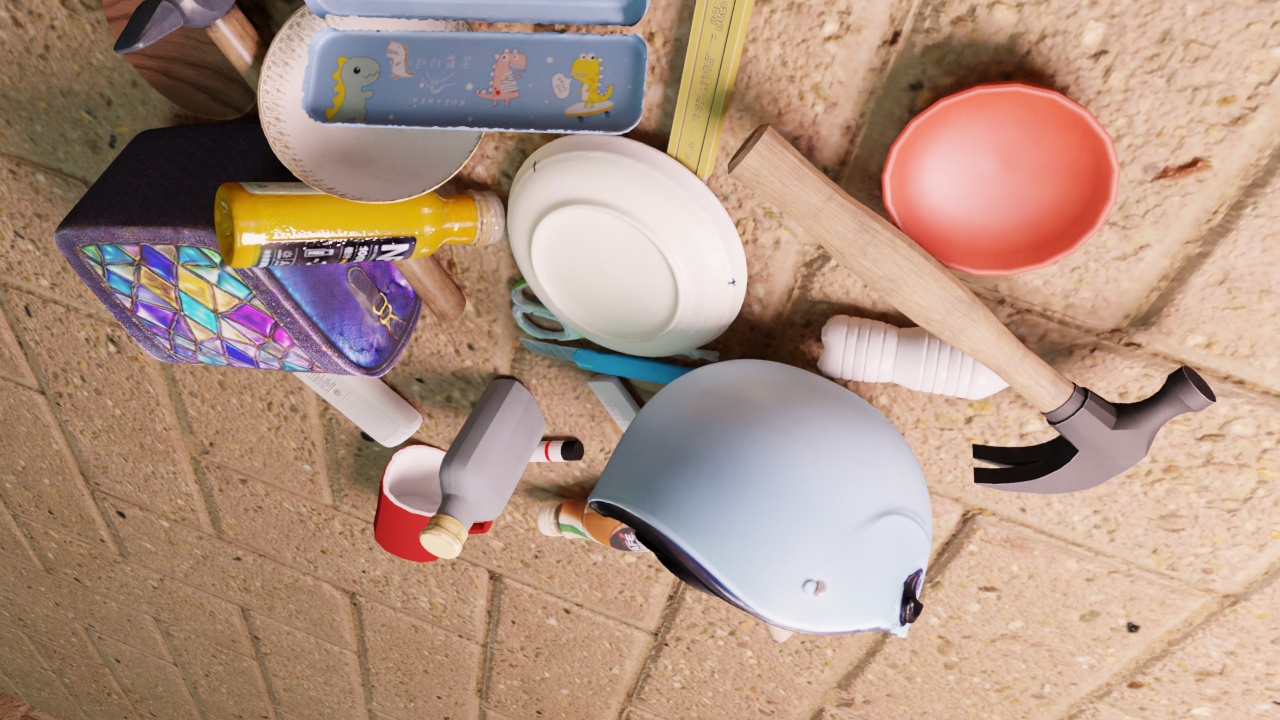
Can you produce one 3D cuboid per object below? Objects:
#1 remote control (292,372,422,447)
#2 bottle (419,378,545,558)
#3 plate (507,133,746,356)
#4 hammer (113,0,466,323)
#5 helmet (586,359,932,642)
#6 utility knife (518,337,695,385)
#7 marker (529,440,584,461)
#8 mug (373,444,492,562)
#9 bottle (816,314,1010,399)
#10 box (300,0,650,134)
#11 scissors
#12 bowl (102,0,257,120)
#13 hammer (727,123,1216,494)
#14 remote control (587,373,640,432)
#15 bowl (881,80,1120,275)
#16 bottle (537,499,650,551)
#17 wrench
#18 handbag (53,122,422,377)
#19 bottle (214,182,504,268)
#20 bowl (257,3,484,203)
[{"bbox_3d":[-0.275,0.029,0.881,0.138,0.025,0.060,43,135,-15],"label":"remote control"},{"bbox_3d":[-0.135,0.094,0.779,0.046,0.160,0.072,-1,132,26],"label":"bottle"},{"bbox_3d":[-0.018,-0.067,0.634,0.182,0.034,0.183,17,137,17],"label":"plate"},{"bbox_3d":[-0.213,-0.137,0.642,0.040,0.129,0.322,3,144,31],"label":"hammer"},{"bbox_3d":[0.105,0.095,0.647,0.226,0.167,0.265,29,178,43],"label":"helmet"},{"bbox_3d":[-0.004,0.004,0.736,0.198,0.015,0.031,10,142,10],"label":"utility knife"},{"bbox_3d":[-0.120,0.087,0.870,0.146,0.019,0.019,-4,130,28],"label":"marker"},{"bbox_3d":[-0.208,0.152,0.934,0.116,0.080,0.097,20,138,-5],"label":"mug"},{"bbox_3d":[0.191,-0.001,0.620,0.136,0.044,0.044,9,135,17],"label":"bottle"},{"bbox_3d":[-0.098,-0.194,0.531,0.209,0.039,0.126,4,106,9],"label":"box"},{"bbox_3d":[-0.021,-0.024,0.719,0.174,0.033,0.065,14,134,6],"label":"scissors"},{"bbox_3d":[-0.308,-0.229,0.635,0.119,0.032,0.119,13,136,13],"label":"bowl"},{"bbox_3d":[0.177,-0.029,0.548,0.305,0.040,0.133,36,127,-9],"label":"hammer"},{"bbox_3d":[0.001,0.061,0.791,0.033,0.012,0.131,-1,133,46],"label":"remote control"},{"bbox_3d":[0.201,-0.106,0.517,0.122,0.035,0.122,13,136,13],"label":"bowl"},{"bbox_3d":[-0.021,0.148,0.855,0.167,0.059,0.059,-5,130,29],"label":"bottle"},{"bbox_3d":[0.030,-0.138,0.578,0.083,0.018,0.274,19,137,8],"label":"wrench"},{"bbox_3d":[-0.299,-0.065,0.721,0.205,0.125,0.222,3,144,22],"label":"handbag"},{"bbox_3d":[-0.181,-0.093,0.616,0.053,0.185,0.053,15,108,51],"label":"bottle"},{"bbox_3d":[-0.162,-0.162,0.589,0.145,0.145,0.063,22,174,4],"label":"bowl"}]
